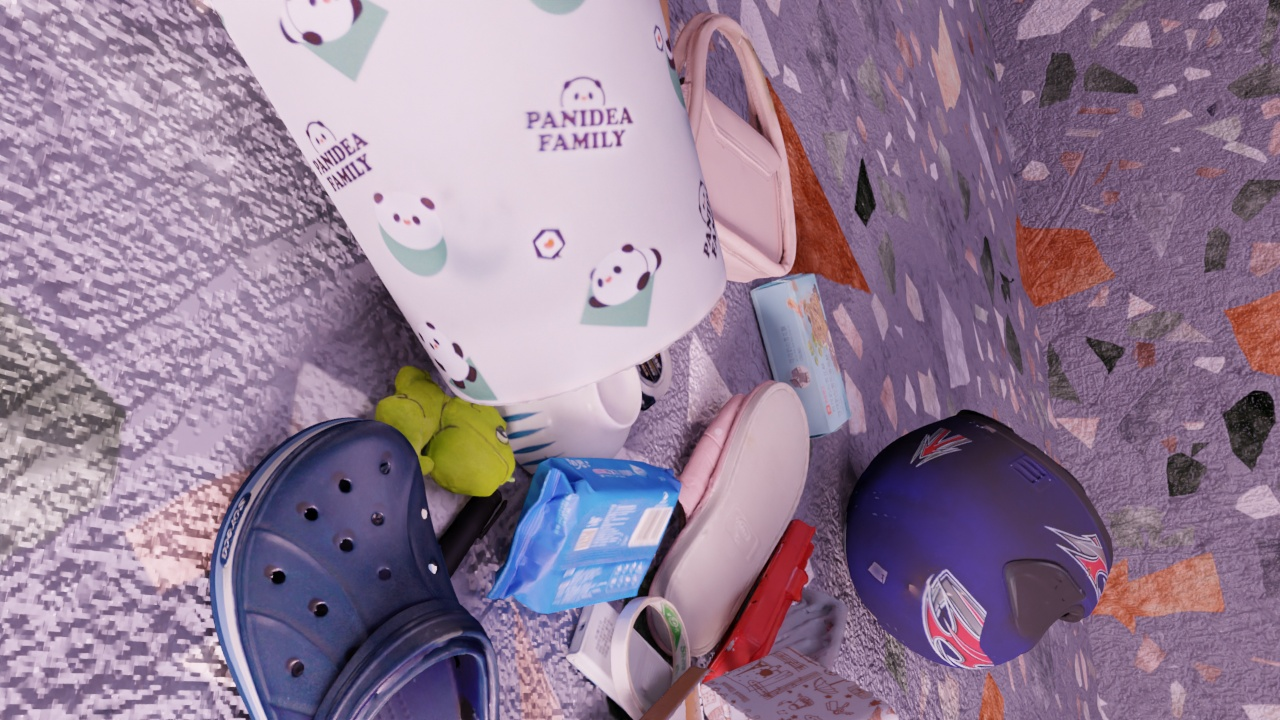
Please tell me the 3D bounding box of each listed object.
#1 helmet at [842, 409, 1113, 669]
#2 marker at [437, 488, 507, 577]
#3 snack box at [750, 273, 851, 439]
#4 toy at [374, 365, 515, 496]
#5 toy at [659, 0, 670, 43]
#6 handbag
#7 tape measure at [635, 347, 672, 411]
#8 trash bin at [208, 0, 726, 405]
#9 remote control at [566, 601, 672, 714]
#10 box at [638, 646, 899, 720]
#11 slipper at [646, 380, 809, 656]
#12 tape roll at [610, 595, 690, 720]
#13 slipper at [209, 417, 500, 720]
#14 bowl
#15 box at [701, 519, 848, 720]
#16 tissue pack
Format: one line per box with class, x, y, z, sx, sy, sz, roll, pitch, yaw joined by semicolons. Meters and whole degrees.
helmet;0.365;0.224;1.030;0.240;0.247;0.315;-46;119;-8
marker;-0.116;0.121;0.529;0.022;0.020;0.131;30;41;2
snack box;0.177;-0.005;1.004;0.074;0.052;0.175;-21;96;-59
toy;-0.114;0.046;0.548;0.100;0.031;0.096;51;29;-23
toy;-0.016;-0.298;0.794;0.226;0.083;0.143;30;69;-53
handbag;0.071;-0.200;0.830;0.193;0.093;0.234;21;75;-52
tape measure;-0.004;0.004;0.735;0.065;0.034;0.066;-33;108;-54
trash bin;-0.076;-0.128;0.508;0.228;0.230;0.252;-54;129;-51
remote control;-0.008;0.220;0.658;0.125;0.024;0.048;52;39;-33
box;0.062;0.310;0.606;0.184;0.154;0.183;-15;99;-26
slipper;0.073;0.128;0.787;0.114;0.055;0.273;52;51;-28
tape roll;0.008;0.210;0.648;0.085;0.014;0.085;27;57;-51
slipper;-0.120;0.149;0.422;0.104;0.095;0.252;-10;85;-45
bowl;-0.042;0.023;0.638;0.116;0.066;0.116;27;57;-51
box;0.131;0.231;0.783;0.101;0.095;0.201;33;28;9
tissue pack;-0.035;0.110;0.602;0.157;0.052;0.095;11;105;-57
